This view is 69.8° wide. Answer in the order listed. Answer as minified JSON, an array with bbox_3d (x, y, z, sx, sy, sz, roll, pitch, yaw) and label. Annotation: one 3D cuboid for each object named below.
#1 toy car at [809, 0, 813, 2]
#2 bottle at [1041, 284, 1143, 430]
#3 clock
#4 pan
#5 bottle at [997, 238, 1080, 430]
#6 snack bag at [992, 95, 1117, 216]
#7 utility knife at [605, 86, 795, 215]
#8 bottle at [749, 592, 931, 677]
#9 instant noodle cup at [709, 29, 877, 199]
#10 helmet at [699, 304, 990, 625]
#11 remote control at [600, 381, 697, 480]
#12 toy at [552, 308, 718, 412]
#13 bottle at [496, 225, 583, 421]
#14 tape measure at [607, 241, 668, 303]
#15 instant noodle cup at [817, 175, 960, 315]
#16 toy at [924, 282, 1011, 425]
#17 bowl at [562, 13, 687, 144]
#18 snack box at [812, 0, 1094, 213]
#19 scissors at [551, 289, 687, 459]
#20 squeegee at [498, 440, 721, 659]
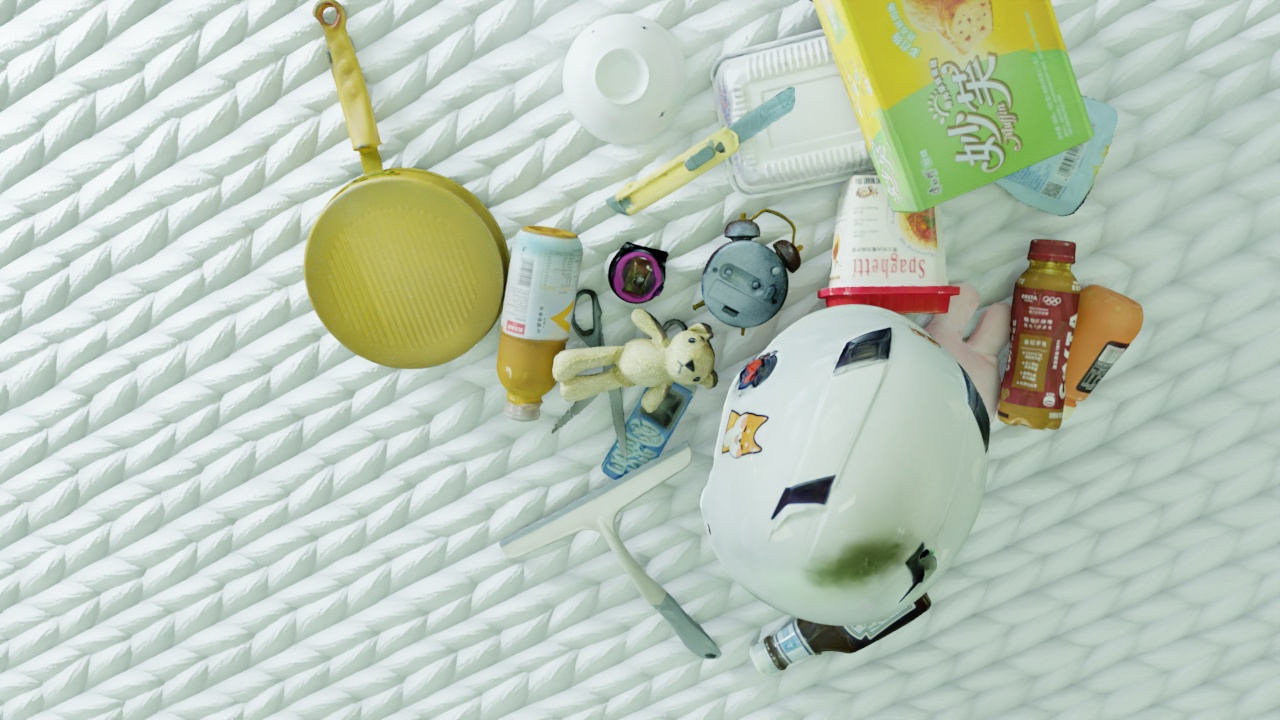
[{"bbox_3d":[0.226,-0.330,0.807,0.158,0.070,0.042,-1,103,2],"label":"toy car"},{"bbox_3d":[0.424,0.003,0.892,0.067,0.066,0.150,20,111,-3],"label":"bottle"},{"bbox_3d":[0.105,-0.087,0.881,0.082,0.055,0.122,28,103,-4],"label":"clock"},{"bbox_3d":[-0.247,-0.163,0.881,0.198,0.078,0.358,-15,110,3],"label":"pan"},{"bbox_3d":[0.376,-0.025,0.861,0.057,0.057,0.175,5,96,1],"label":"bottle"},{"bbox_3d":[0.330,-0.209,0.849,0.191,0.038,0.110,18,113,2],"label":"snack bag"},{"bbox_3d":[0.054,-0.187,0.839,0.217,0.022,0.031,-28,110,29],"label":"utility knife"},{"bbox_3d":[0.207,0.277,0.977,0.195,0.044,0.080,-33,101,10],"label":"bottle"},{"bbox_3d":[0.155,-0.225,0.830,0.174,0.060,0.138,-9,103,15],"label":"instant noodle cup"},{"bbox_3d":[0.176,0.090,0.733,0.230,0.157,0.274,28,91,-7],"label":"helmet"},{"bbox_3d":[0.007,0.069,0.940,0.049,0.024,0.125,29,99,-5],"label":"remote control"},{"bbox_3d":[-0.005,0.005,0.875,0.157,0.066,0.105,-9,103,1],"label":"toy"},{"bbox_3d":[-0.102,-0.034,0.895,0.068,0.068,0.190,11,105,-1],"label":"bottle"},{"bbox_3d":[-0.003,-0.084,0.894,0.057,0.039,0.058,16,104,-2],"label":"tape measure"},{"bbox_3d":[0.228,-0.104,0.850,0.116,0.116,0.124,1,92,2],"label":"instant noodle cup"},{"bbox_3d":[0.307,0.008,0.898,0.121,0.054,0.159,26,93,-9],"label":"toy"},{"bbox_3d":[-0.016,-0.258,0.837,0.118,0.064,0.118,1,104,3],"label":"bowl"},{"bbox_3d":[0.252,-0.245,0.749,0.158,0.070,0.210,-23,100,2],"label":"snack box"},{"bbox_3d":[-0.024,0.012,0.920,0.159,0.014,0.179,-13,96,9],"label":"scissors"},{"bbox_3d":[0.013,0.239,0.966,0.247,0.039,0.246,-30,107,20],"label":"squeegee"}]
